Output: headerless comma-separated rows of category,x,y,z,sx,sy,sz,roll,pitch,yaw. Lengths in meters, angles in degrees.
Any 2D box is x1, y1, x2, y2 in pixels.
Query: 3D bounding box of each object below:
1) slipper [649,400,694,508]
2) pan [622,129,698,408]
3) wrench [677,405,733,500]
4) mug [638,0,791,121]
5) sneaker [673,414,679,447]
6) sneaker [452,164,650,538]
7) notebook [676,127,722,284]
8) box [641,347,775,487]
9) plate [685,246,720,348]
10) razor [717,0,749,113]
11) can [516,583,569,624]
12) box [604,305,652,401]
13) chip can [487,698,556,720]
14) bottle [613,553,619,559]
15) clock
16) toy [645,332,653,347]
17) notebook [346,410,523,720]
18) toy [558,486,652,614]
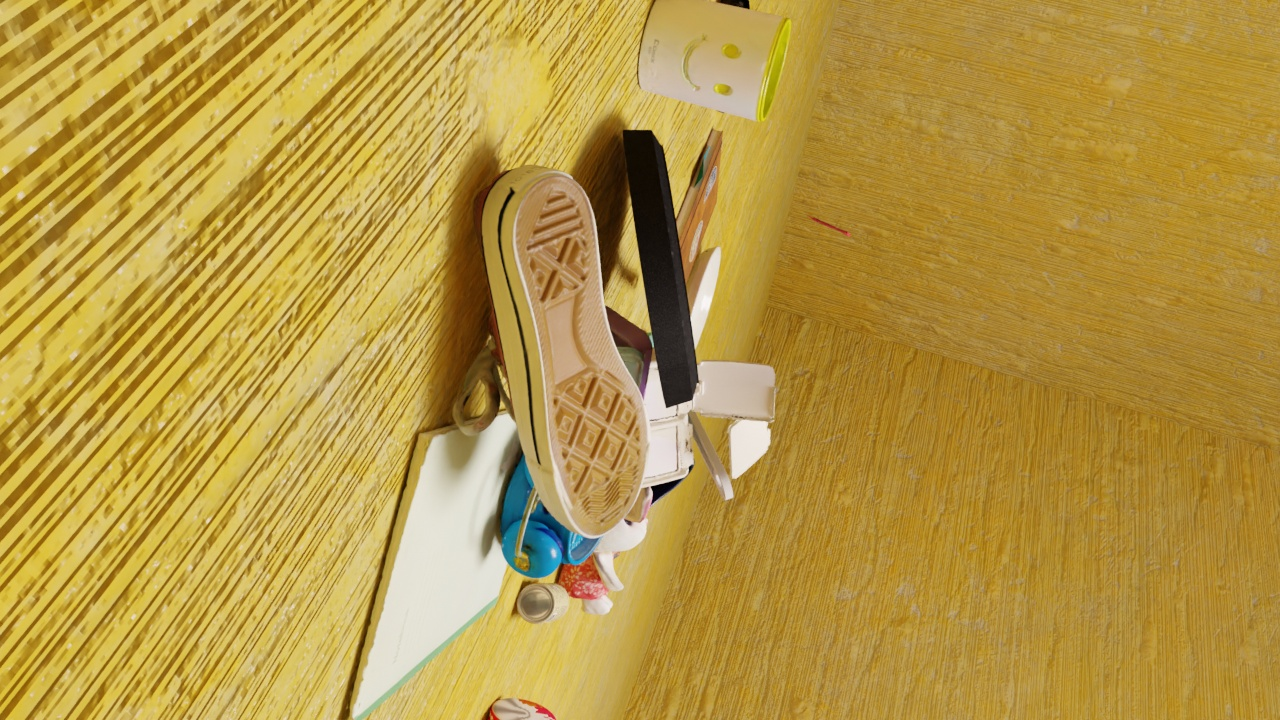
slipper,0.026,0.148,1.296,0.105,0.095,0.252,86,26,-58
pan,0.019,-0.075,0.812,0.356,0.034,0.225,-15,96,-88
wrench,0.053,0.062,1.056,0.273,0.018,0.087,-115,-170,-45
mug,0.060,-0.249,0.749,0.082,0.106,0.082,18,89,-81
sneaker,0.013,0.072,1.061,0.079,0.084,0.235,-65,175,7
sneaker,-0.061,0.000,0.555,0.118,0.088,0.241,-34,124,-39
notebook,0.065,-0.172,1.187,0.179,0.014,0.248,87,22,-64
box,0.049,0.059,0.899,0.069,0.191,0.144,-122,-156,-58
plate,0.075,-0.082,1.342,0.182,0.034,0.182,18,89,-80
razor,0.084,-0.326,0.962,0.067,0.054,0.151,-36,-145,56
can,-0.096,0.240,0.910,0.079,0.038,0.038,67,41,-75
box,-0.039,0.062,0.822,0.096,0.077,0.215,-59,164,-51
chip can,-0.144,0.453,0.910,0.069,0.069,0.220,-3,109,-80
bottle,-0.035,0.195,1.155,0.047,0.047,0.112,9,98,-80
clock,-0.064,0.108,0.715,0.161,0.060,0.117,-15,124,-71
toy,-0.006,0.006,1.044,0.085,0.033,0.105,-61,171,-12
notebook,-0.122,0.123,0.641,0.252,0.010,0.182,-10,117,-79
toy,-0.038,0.200,1.043,0.159,0.084,0.194,-140,-117,-70
